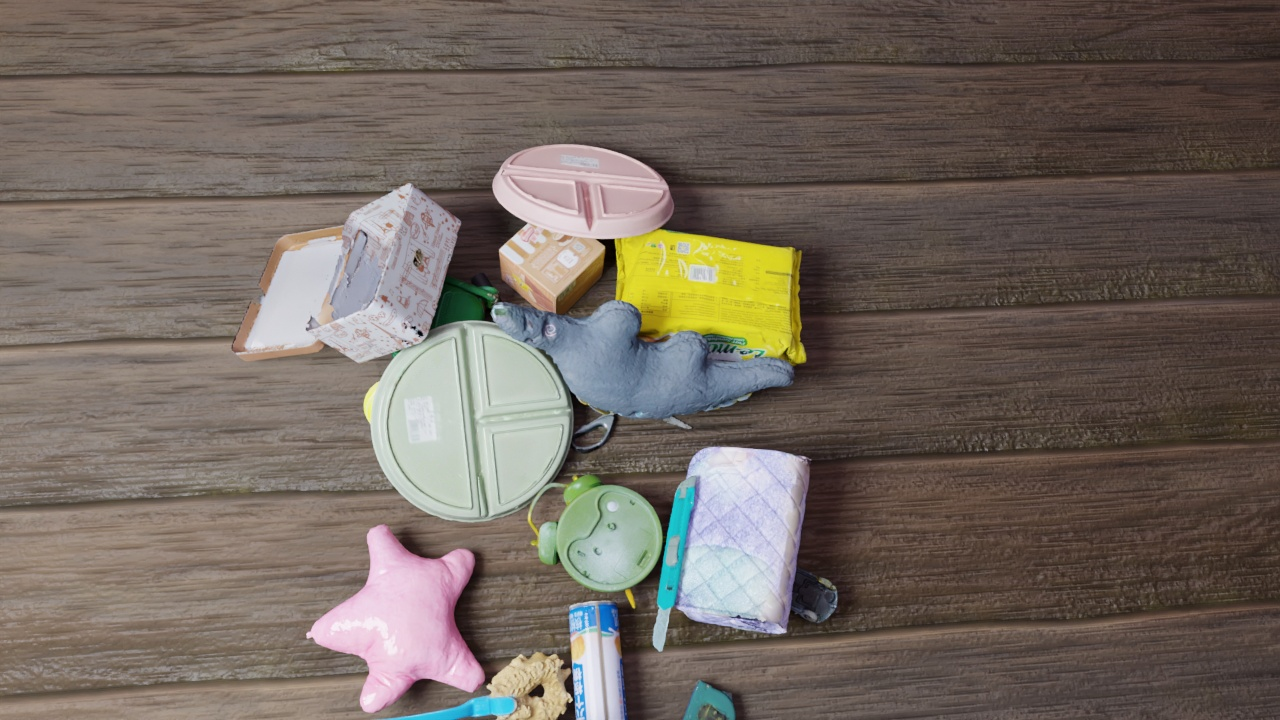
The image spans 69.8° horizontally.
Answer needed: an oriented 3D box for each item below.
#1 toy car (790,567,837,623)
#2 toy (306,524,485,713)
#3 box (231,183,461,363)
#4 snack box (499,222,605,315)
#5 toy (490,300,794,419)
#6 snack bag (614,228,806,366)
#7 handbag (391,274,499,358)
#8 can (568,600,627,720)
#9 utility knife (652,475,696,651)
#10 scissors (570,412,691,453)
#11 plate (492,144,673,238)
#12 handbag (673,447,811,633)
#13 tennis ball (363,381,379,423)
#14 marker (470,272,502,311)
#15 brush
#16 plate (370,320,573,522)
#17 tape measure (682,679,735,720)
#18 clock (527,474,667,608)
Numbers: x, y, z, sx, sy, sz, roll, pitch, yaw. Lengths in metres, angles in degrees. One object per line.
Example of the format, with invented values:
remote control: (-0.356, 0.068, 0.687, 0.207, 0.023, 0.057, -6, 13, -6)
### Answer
toy car: (0.170, 0.256, 1.031, 0.105, 0.031, 0.048, 24, 69, 17)
toy: (-0.258, 0.266, 0.967, 0.178, 0.075, 0.194, -2, 63, -21)
box: (-0.344, -0.087, 1.068, 0.263, 0.088, 0.177, -14, 52, 34)
snack box: (-0.110, -0.120, 1.141, 0.094, 0.077, 0.092, 39, 70, 11)
toy: (-0.006, 0.006, 1.049, 0.356, 0.138, 0.091, 14, 47, -17)
snack bag: (0.082, -0.082, 1.123, 0.246, 0.068, 0.157, 7, 66, -2)
handbag: (-0.233, -0.037, 1.092, 0.120, 0.068, 0.131, 3, 58, 2)
can: (-0.045, 0.327, 0.973, 0.053, 0.053, 0.134, -4, 68, -6)
utility knife: (0.036, 0.215, 0.991, 0.013, 0.029, 0.192, 31, 60, -39)
scissors: (-0.021, 0.044, 1.118, 0.176, 0.014, 0.159, -31, 75, -19)
plate: (-0.069, -0.219, 1.152, 0.229, 0.028, 0.229, 7, 35, -5)
handbag: (0.111, 0.195, 1.015, 0.134, 0.075, 0.193, 1, 65, 28)
tennis ball: (-0.286, 0.053, 1.062, 0.065, 0.066, 0.065, 2, 67, -4)
marker: (-0.169, -0.055, 1.140, 0.022, 0.020, 0.132, -34, 74, -6)
brush: (-0.181, 0.349, 0.914, 0.254, 0.046, 0.083, -1, 82, -31)
plate: (-0.186, 0.069, 1.037, 0.230, 0.027, 0.230, 1, 88, -16)
tape measure: (0.074, 0.377, 0.978, 0.054, 0.025, 0.058, 23, 68, 6)
clock: (-0.050, 0.194, 1.027, 0.161, 0.056, 0.116, 30, 68, 8)
